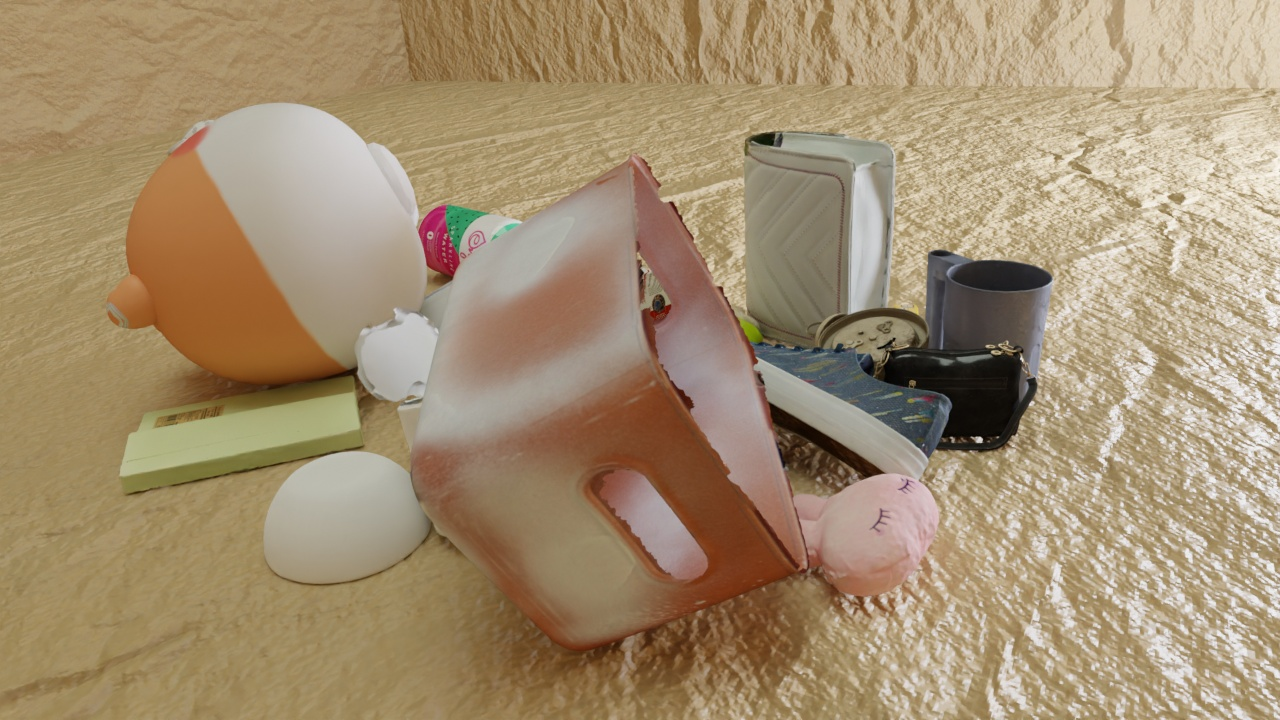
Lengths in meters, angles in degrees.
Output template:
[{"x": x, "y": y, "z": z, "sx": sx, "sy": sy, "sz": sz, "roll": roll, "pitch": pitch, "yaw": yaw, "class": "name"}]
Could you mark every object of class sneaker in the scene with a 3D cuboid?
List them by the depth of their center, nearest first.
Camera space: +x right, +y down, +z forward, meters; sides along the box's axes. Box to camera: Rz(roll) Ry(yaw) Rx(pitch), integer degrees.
[{"x": 0.133, "y": 0.016, "z": 0.710, "sx": 0.079, "sy": 0.087, "sz": 0.235, "roll": -52, "pitch": 41, "yaw": -5, "class": "sneaker"}]

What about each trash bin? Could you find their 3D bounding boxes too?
[{"x": -0.021, "y": 0.022, "z": 0.556, "sx": 0.157, "sy": 0.181, "sz": 0.259, "roll": -27, "pitch": 32, "yaw": 14, "class": "trash bin"}]

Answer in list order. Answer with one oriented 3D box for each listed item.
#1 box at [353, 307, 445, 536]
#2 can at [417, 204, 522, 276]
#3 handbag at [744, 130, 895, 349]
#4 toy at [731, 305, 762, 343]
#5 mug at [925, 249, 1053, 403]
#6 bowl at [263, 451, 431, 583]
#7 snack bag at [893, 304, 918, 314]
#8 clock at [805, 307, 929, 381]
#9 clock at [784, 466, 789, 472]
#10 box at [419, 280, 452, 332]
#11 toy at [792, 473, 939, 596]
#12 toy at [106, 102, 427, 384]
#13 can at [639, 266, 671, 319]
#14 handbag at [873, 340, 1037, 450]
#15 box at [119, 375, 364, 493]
[{"x": -0.134, "y": 0.039, "z": 0.637, "sx": 0.084, "sy": 0.165, "sz": 0.095, "roll": -22, "pitch": 11, "yaw": -35, "class": "box"}, {"x": -0.199, "y": -0.139, "z": 1.133, "sx": 0.166, "sy": 0.088, "sz": 0.088, "roll": 19, "pitch": 32, "yaw": 41, "class": "can"}, {"x": 0.168, "y": -0.118, "z": 0.900, "sx": 0.142, "sy": 0.199, "sz": 0.096, "roll": 21, "pitch": 36, "yaw": 40, "class": "handbag"}, {"x": 0.075, "y": -0.029, "z": 0.899, "sx": 0.092, "sy": 0.043, "sz": 0.117, "roll": 5, "pitch": 24, "yaw": 10, "class": "toy"}, {"x": 0.291, "y": -0.031, "z": 0.797, "sx": 0.083, "sy": 0.104, "sz": 0.124, "roll": -14, "pitch": 26, "yaw": -21, "class": "mug"}, {"x": -0.207, "y": 0.100, "z": 0.639, "sx": 0.115, "sy": 0.051, "sz": 0.114, "roll": -3, "pitch": 24, "yaw": 1, "class": "bowl"}, {"x": 0.265, "y": -0.036, "z": 0.916, "sx": 0.026, "sy": 0.020, "sz": 0.099, "roll": 1, "pitch": 24, "yaw": 13, "class": "snack bag"}, {"x": 0.196, "y": -0.007, "z": 0.814, "sx": 0.092, "sy": 0.055, "sz": 0.141, "roll": -30, "pitch": 32, "yaw": -18, "class": "clock"}, {"x": 0.039, "y": 0.058, "z": 0.701, "sx": 0.096, "sy": 0.048, "sz": 0.138, "roll": -20, "pitch": 29, "yaw": -33, "class": "clock"}, {"x": -0.167, "y": -0.079, "z": 0.966, "sx": 0.210, "sy": 0.045, "sz": 0.128, "roll": -28, "pitch": 24, "yaw": 8, "class": "box"}, {"x": 0.131, "y": 0.108, "z": 0.579, "sx": 0.105, "sy": 0.053, "sz": 0.108, "roll": -7, "pitch": 20, "yaw": 32, "class": "toy"}, {"x": -0.344, "y": -0.104, "z": 0.865, "sx": 0.280, "sy": 0.266, "sz": 0.263, "roll": -30, "pitch": 5, "yaw": -10, "class": "toy"}, {"x": -0.028, "y": -0.062, "z": 0.936, "sx": 0.086, "sy": 0.087, "sz": 0.116, "roll": -17, "pitch": 27, "yaw": -28, "class": "can"}, {"x": 0.240, "y": 0.024, "z": 0.710, "sx": 0.128, "sy": 0.079, "sz": 0.054, "roll": -1, "pitch": 25, "yaw": 7, "class": "handbag"}, {"x": -0.339, "y": 0.055, "z": 0.795, "sx": 0.187, "sy": 0.030, "sz": 0.138, "roll": -10, "pitch": 26, "yaw": -15, "class": "box"}]
